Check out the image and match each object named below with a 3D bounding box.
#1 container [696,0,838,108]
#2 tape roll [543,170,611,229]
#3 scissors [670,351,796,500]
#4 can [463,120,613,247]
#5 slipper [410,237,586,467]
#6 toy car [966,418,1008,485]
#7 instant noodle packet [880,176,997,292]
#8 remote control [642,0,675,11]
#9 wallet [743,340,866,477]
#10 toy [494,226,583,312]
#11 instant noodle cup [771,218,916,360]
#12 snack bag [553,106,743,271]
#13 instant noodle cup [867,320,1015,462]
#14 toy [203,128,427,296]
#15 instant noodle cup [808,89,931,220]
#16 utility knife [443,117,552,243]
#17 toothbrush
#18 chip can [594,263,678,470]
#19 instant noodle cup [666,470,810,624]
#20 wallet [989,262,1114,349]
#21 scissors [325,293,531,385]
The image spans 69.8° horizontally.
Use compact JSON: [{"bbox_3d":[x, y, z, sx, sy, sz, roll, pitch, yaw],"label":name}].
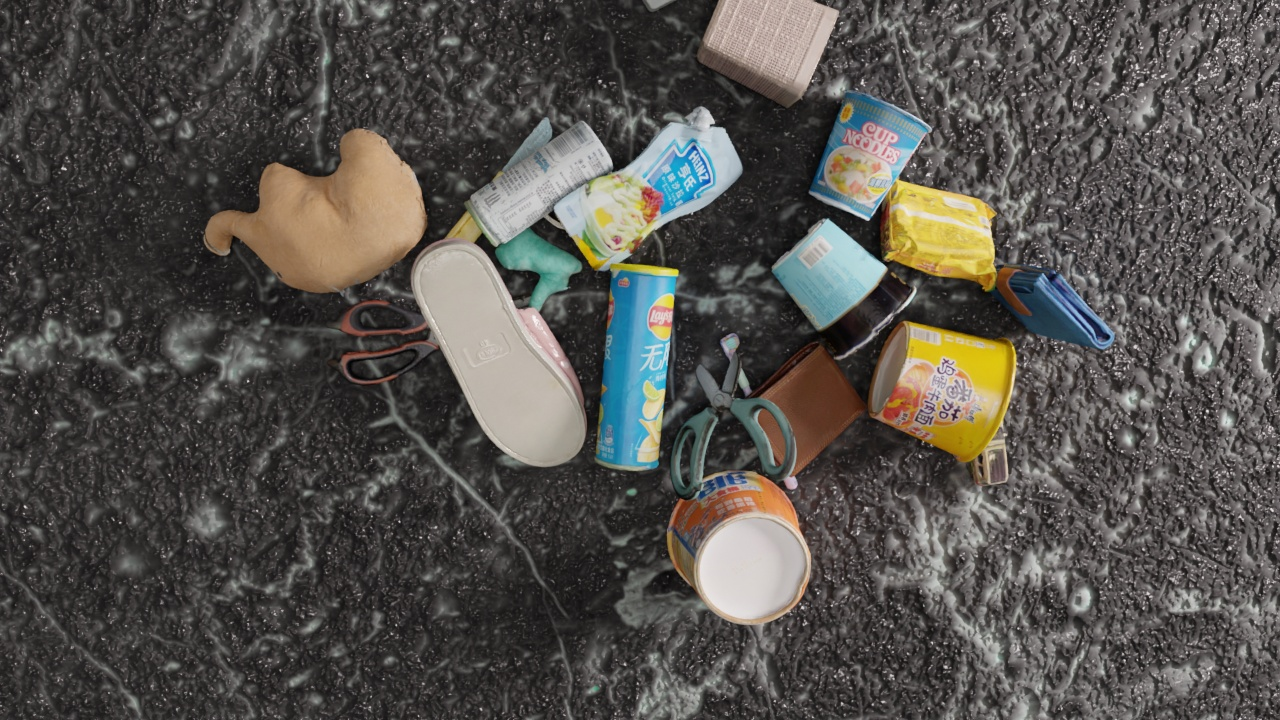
[{"bbox_3d":[0.122,-0.321,0.918,0.111,0.090,0.090,22,96,-4],"label":"container"},{"bbox_3d":[-0.069,-0.178,0.959,0.086,0.014,0.086,-1,98,-5],"label":"tape roll"},{"bbox_3d":[0.084,0.087,0.965,0.019,0.170,0.180,8,125,-43],"label":"scissors"},{"bbox_3d":[-0.101,-0.176,0.919,0.147,0.058,0.058,-34,99,1],"label":"can"},{"bbox_3d":[-0.144,-0.005,0.950,0.114,0.054,0.274,-28,114,3],"label":"slipper"},{"bbox_3d":[0.389,0.095,1.027,0.042,0.035,0.090,-9,97,-5],"label":"toy car"},{"bbox_3d":[0.314,-0.133,0.965,0.128,0.044,0.110,14,58,-7],"label":"instant noodle packet"},{"bbox_3d":[0.062,-0.414,0.932,0.150,0.021,0.058,-28,100,1],"label":"remote control"},{"bbox_3d":[0.175,0.053,0.994,0.124,0.032,0.101,-41,107,-8],"label":"wallet"},{"bbox_3d":[-0.108,-0.101,0.958,0.092,0.030,0.096,27,87,-6],"label":"toy"},{"bbox_3d":[0.204,-0.080,0.957,0.111,0.111,0.120,-44,91,2],"label":"instant noodle cup"},{"bbox_3d":[0.012,-0.173,0.935,0.191,0.039,0.110,-33,129,3],"label":"snack bag"},{"bbox_3d":[0.310,0.026,0.966,0.110,0.138,0.138,18,96,1],"label":"instant noodle cup"},{"bbox_3d":[-0.325,-0.132,0.916,0.226,0.082,0.143,-22,95,2],"label":"toy"},{"bbox_3d":[0.229,-0.207,0.944,0.099,0.099,0.110,23,103,-8],"label":"instant noodle cup"},{"bbox_3d":[-0.162,-0.162,0.956,0.031,0.022,0.219,39,89,-15],"label":"utility knife"},{"bbox_3d":[0.133,0.059,1.008,0.029,0.021,0.189,-36,106,-44],"label":"toothbrush"},{"bbox_3d":[-0.006,0.006,0.962,0.071,0.071,0.210,5,98,-6],"label":"chip can"},{"bbox_3d":[0.109,0.204,0.980,0.151,0.111,0.151,-1,99,-5],"label":"instant noodle cup"},{"bbox_3d":[0.417,-0.058,0.956,0.106,0.133,0.040,42,92,-10],"label":"wallet"},{"bbox_3d":[-0.222,-0.042,0.965,0.193,0.015,0.207,36,94,-9],"label":"scissors"}]
